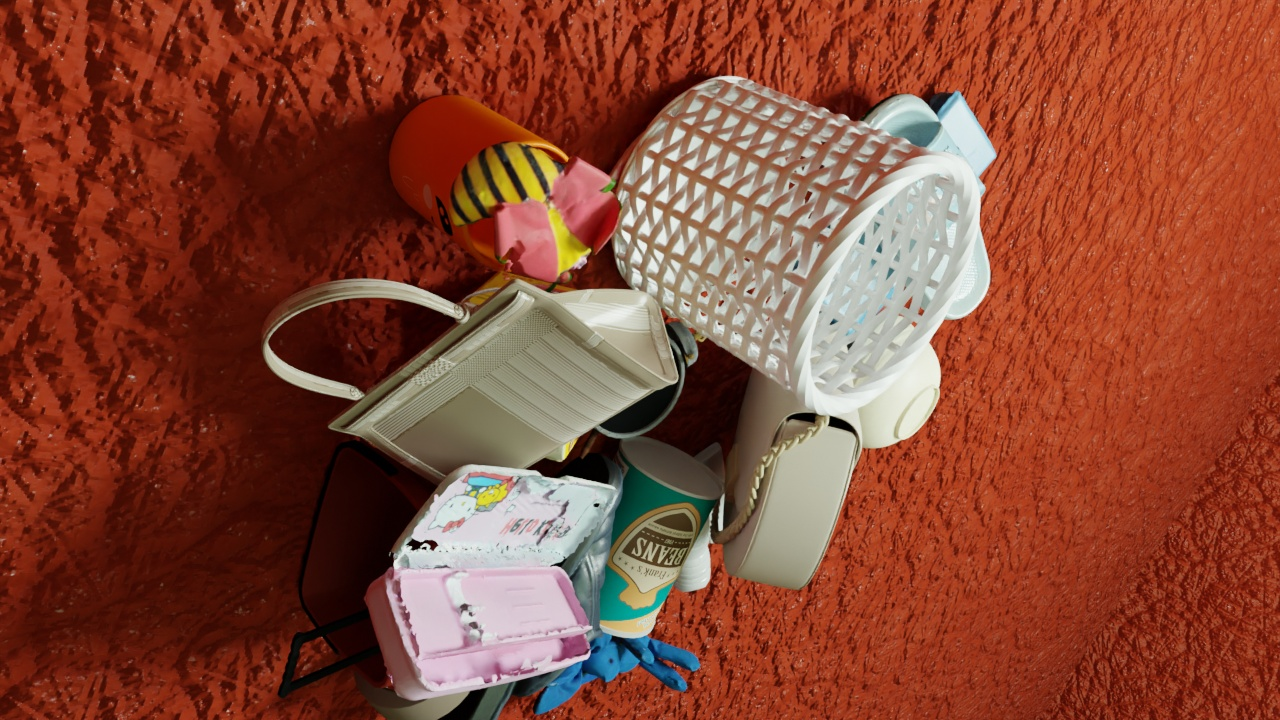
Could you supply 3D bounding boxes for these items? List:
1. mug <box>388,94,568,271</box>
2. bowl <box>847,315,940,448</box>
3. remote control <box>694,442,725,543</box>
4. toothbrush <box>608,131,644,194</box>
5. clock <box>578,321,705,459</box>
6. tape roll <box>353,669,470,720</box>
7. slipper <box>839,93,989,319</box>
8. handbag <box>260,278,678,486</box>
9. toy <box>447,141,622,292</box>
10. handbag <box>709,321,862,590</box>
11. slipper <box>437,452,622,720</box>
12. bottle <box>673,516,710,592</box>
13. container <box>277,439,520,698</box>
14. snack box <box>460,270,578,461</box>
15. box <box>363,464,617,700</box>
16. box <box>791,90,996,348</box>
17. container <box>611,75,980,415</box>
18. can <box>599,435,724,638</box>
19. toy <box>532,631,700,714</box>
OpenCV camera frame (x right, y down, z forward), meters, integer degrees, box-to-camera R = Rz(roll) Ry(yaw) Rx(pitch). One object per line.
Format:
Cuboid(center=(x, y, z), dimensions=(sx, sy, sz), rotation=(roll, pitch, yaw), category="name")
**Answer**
Cuboid(center=(-0.085, -0.099, 0.558), dimensions=(0.077, 0.096, 0.112), rotation=(-51, 139, -1), category="mug")
Cuboid(center=(0.264, 0.035, 0.968), dimensions=(0.150, 0.075, 0.151), rotation=(-30, 140, -29), category="bowl")
Cuboid(center=(0.074, 0.137, 0.929), dimensions=(0.033, 0.012, 0.131), rotation=(-32, 135, -22), category="remote control")
Cuboid(center=(-0.030, -0.113, 0.657), dimensions=(0.135, 0.016, 0.021), rotation=(-50, 144, -2), category="toothbrush")
Cuboid(center=(-0.004, 0.004, 0.732), dimensions=(0.147, 0.056, 0.104), rotation=(-29, 125, -17), category="clock")
Cuboid(center=(-0.172, 0.231, 0.712), dimensions=(0.093, 0.094, 0.030), rotation=(-36, 136, -18), category="tape roll")
Cuboid(center=(0.258, -0.127, 0.803), dimensions=(0.104, 0.074, 0.245), rotation=(-45, 125, -8), category="slipper")
Cuboid(center=(-0.111, 0.005, 0.507), dimensions=(0.176, 0.062, 0.197), rotation=(-32, 147, 30), category="handbag")
Cuboid(center=(-0.053, -0.077, 0.496), dimensions=(0.084, 0.046, 0.103), rotation=(-38, 139, 17), category="toy")
Cuboid(center=(0.132, 0.087, 0.800), dimensions=(0.103, 0.210, 0.209), rotation=(12, 123, -1), category="handbag")
Cuboid(center=(-0.071, 0.203, 0.748), dimensions=(0.083, 0.109, 0.265), rotation=(27, 92, -23), category="slipper")
Cuboid(center=(0.047, 0.171, 0.904), dimensions=(0.044, 0.044, 0.136), rotation=(-26, 133, -27), category="bottle")
Cuboid(center=(-0.178, 0.138, 0.617), dimensions=(0.200, 0.127, 0.148), rotation=(-4, 120, -52), category="container")
Cuboid(center=(-0.076, 0.004, 0.635), dimensions=(0.061, 0.084, 0.106), rotation=(-59, 160, -59), category="snack box")
Cuboid(center=(-0.073, 0.135, 0.581), dimensions=(0.101, 0.111, 0.201), rotation=(-34, 157, 15), category="box")
Cuboid(center=(0.253, -0.119, 0.882), dimensions=(0.231, 0.060, 0.175), rotation=(-51, 140, -3), category="box")
Cuboid(center=(0.107, -0.087, 0.659), dimensions=(0.188, 0.187, 0.190), rotation=(-28, 136, -31), category="container")
Cuboid(center=(-0.003, 0.153, 0.805), dimensions=(0.099, 0.099, 0.144), rotation=(12, 109, -46), category="can")
Cuboid(center=(-0.022, 0.293, 0.913), dimensions=(0.176, 0.071, 0.113), rotation=(13, 106, -35), category="toy")
